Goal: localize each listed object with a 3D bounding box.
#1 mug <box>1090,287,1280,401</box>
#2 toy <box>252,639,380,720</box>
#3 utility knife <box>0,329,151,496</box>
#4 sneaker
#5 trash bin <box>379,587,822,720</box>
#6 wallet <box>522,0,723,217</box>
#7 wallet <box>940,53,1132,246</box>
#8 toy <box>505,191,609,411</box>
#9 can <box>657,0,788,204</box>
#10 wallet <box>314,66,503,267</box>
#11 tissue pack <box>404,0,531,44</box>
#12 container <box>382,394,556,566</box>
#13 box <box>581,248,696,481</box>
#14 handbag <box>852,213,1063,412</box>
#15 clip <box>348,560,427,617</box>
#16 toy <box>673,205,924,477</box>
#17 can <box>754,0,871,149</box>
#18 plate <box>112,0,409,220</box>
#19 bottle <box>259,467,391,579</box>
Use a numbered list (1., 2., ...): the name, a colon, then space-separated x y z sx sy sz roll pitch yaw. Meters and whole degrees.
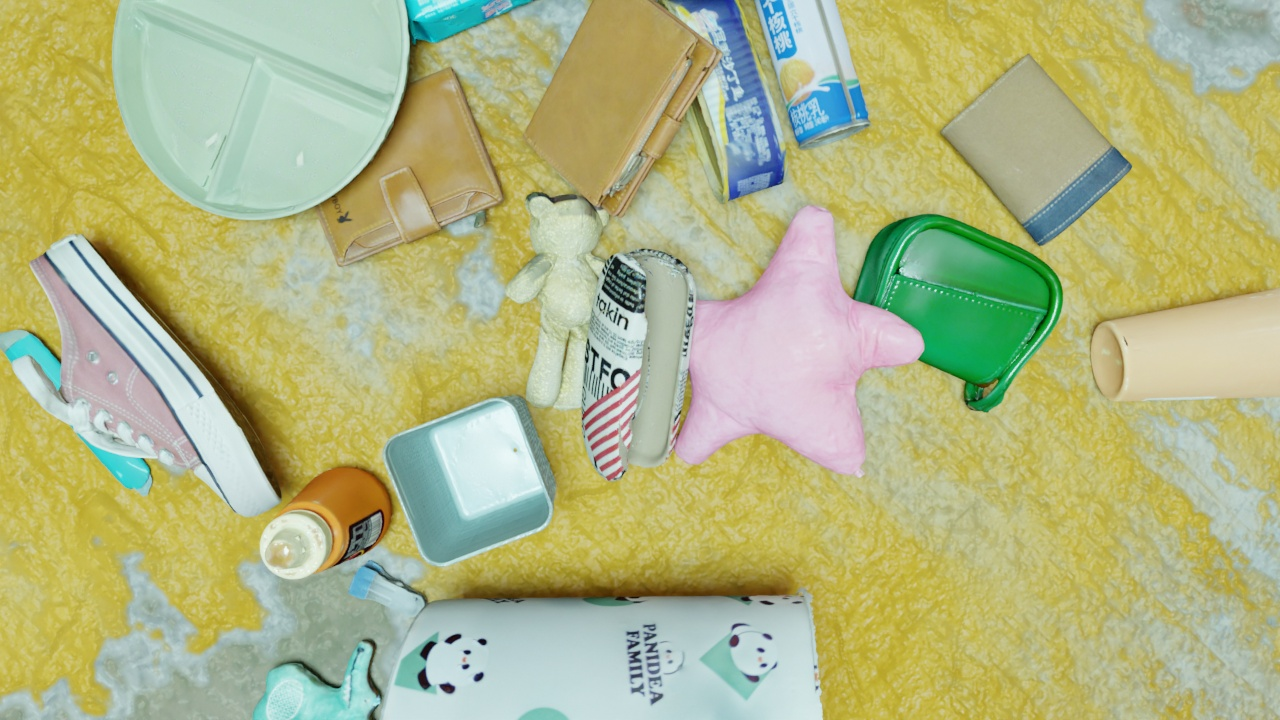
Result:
1. mug: 0.396 -0.005 0.655 0.123 0.078 0.078 -7 92 5
2. toy: -0.234 0.250 0.678 0.092 0.030 0.096 17 84 -6
3. utility knife: -0.414 0.037 0.676 0.029 0.013 0.157 -38 95 3
4. sneaker: -0.346 0.024 0.630 0.087 0.118 0.241 -40 86 -17
5. trash bin: -0.021 0.256 0.593 0.252 0.229 0.229 3 92 5
6. wallet: -0.017 -0.179 0.623 0.108 0.031 0.132 45 118 25
7. wallet: 0.287 -0.153 0.667 0.090 0.033 0.115 -42 91 -2
8. toy: -0.056 -0.041 0.657 0.105 0.066 0.157 0 97 -33
9. can: 0.057 -0.187 0.642 0.049 0.074 0.148 -18 90 -3
10. wallet: -0.173 -0.133 0.664 0.130 0.035 0.119 -22 86 1
11. tissue pack: -0.123 -0.290 0.647 0.133 0.050 0.093 -22 94 1
12. container: -0.110 0.075 0.631 0.090 0.111 0.090 -21 92 -1
13. box: 0.001 0.002 0.641 0.082 0.075 0.164 -10 117 -29
14. handbag: 0.219 -0.038 0.657 0.131 0.068 0.120 24 99 -3
15. clip: -0.185 0.172 0.681 0.058 0.038 0.026 26 90 0
16. toy: 0.095 0.010 0.639 0.195 0.074 0.178 -35 80 25
17. can: 0.119 -0.222 0.651 0.053 0.053 0.134 -17 92 0
18. plate: -0.262 -0.211 0.639 0.230 0.027 0.230 0 92 12
19. bottle: -0.213 0.112 0.611 0.067 0.149 0.067 0 92 -1
